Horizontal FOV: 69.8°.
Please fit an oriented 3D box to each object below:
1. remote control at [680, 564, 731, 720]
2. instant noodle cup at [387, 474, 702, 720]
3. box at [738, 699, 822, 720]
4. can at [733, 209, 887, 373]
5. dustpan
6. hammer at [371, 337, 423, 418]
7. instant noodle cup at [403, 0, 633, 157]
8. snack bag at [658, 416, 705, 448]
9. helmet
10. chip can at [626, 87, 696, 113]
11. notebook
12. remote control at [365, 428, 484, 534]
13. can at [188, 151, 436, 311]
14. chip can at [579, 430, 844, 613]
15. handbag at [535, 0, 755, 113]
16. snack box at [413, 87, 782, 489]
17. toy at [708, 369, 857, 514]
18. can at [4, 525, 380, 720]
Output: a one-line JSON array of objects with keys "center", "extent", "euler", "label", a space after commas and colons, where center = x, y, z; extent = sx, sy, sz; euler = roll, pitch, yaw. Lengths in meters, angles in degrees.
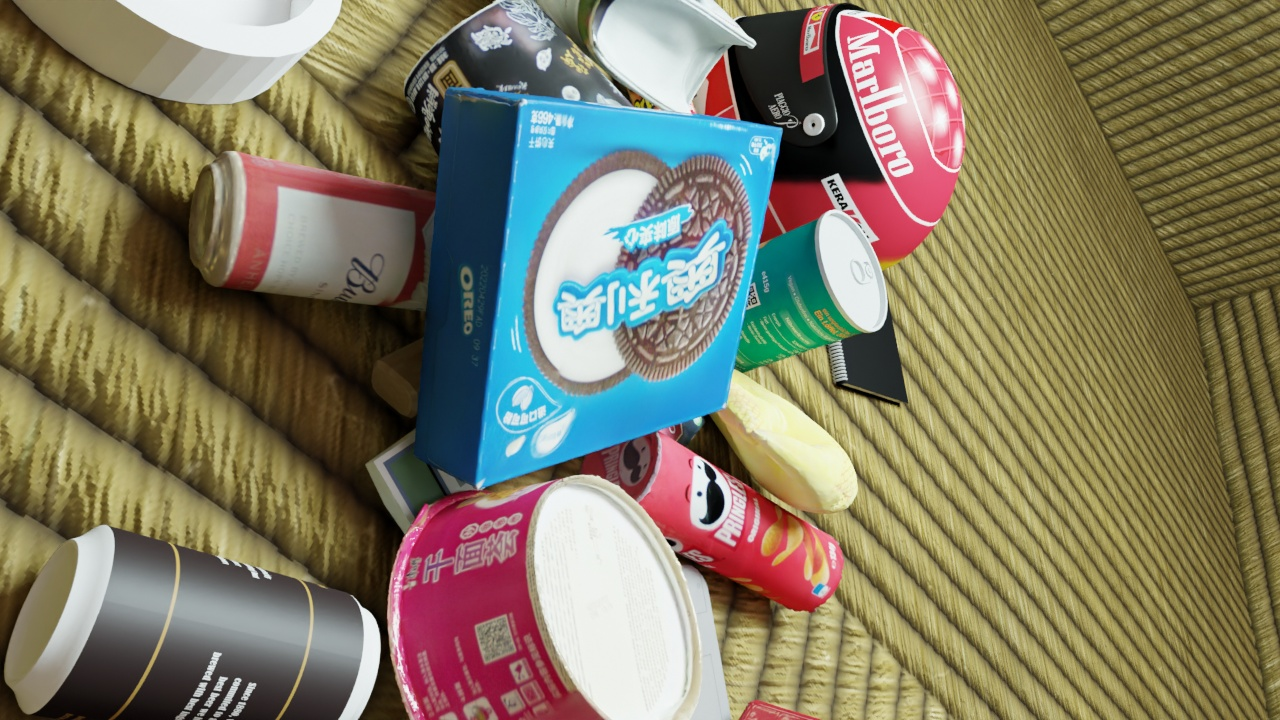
[{"center": [0.028, 0.219, 0.632], "extent": [0.074, 0.019, 0.151], "euler": [5, 71, -49], "label": "remote control"}, {"center": [-0.036, 0.136, 0.474], "extent": [0.178, 0.078, 0.178], "euler": [43, 30, -33], "label": "instant noodle cup"}, {"center": [0.106, 0.306, 0.560], "extent": [0.155, 0.158, 0.147], "euler": [-39, 115, -40], "label": "box"}, {"center": [0.112, -0.050, 0.753], "extent": [0.099, 0.144, 0.099], "euler": [24, 56, -42], "label": "can"}, {"center": [-0.258, -0.267, 0.482], "extent": [0.191, 0.053, 0.257], "euler": [-13, 84, -52], "label": "dustpan"}, {"center": [-0.047, -0.053, 0.622], "extent": [0.117, 0.051, 0.321], "euler": [37, 44, 15], "label": "hammer"}, {"center": [-0.080, -0.157, 0.593], "extent": [0.112, 0.138, 0.136], "euler": [53, 40, -5], "label": "instant noodle cup"}, {"center": [-0.004, 0.004, 0.694], "extent": [0.155, 0.018, 0.074], "euler": [61, 38, -13], "label": "snack bag"}, {"center": [0.172, -0.208, 0.835], "extent": [0.197, 0.225, 0.271], "euler": [-19, 90, -52], "label": "helmet"}, {"center": [0.024, -0.209, 0.795], "extent": [0.051, 0.052, 0.214], "euler": [-16, 86, -52], "label": "chip can"}, {"center": [0.240, -0.060, 1.017], "extent": [0.148, 0.016, 0.206], "euler": [15, 63, -47], "label": "notebook"}, {"center": [-0.103, 0.050, 0.546], "extent": [0.143, 0.024, 0.049], "euler": [-39, 104, -53], "label": "remote control"}, {"center": [-0.145, -0.063, 0.493], "extent": [0.170, 0.067, 0.067], "euler": [5, 69, -38], "label": "can"}, {"center": [0.060, 0.120, 0.674], "extent": [0.233, 0.073, 0.073], "euler": [34, 50, -38], "label": "chip can"}, {"center": [-0.020, -0.273, 0.669], "extent": [0.141, 0.096, 0.198], "euler": [20, 27, -46], "label": "handbag"}, {"center": [-0.017, -0.048, 0.534], "extent": [0.238, 0.056, 0.196], "euler": [-13, 119, -51], "label": "snack box"}, {"center": [0.101, 0.060, 0.711], "extent": [0.155, 0.064, 0.170], "euler": [40, 3, -44], "label": "toy"}, {"center": [-0.181, 0.119, 0.383], "extent": [0.128, 0.072, 0.071], "euler": [31, 52, -39], "label": "can"}]
